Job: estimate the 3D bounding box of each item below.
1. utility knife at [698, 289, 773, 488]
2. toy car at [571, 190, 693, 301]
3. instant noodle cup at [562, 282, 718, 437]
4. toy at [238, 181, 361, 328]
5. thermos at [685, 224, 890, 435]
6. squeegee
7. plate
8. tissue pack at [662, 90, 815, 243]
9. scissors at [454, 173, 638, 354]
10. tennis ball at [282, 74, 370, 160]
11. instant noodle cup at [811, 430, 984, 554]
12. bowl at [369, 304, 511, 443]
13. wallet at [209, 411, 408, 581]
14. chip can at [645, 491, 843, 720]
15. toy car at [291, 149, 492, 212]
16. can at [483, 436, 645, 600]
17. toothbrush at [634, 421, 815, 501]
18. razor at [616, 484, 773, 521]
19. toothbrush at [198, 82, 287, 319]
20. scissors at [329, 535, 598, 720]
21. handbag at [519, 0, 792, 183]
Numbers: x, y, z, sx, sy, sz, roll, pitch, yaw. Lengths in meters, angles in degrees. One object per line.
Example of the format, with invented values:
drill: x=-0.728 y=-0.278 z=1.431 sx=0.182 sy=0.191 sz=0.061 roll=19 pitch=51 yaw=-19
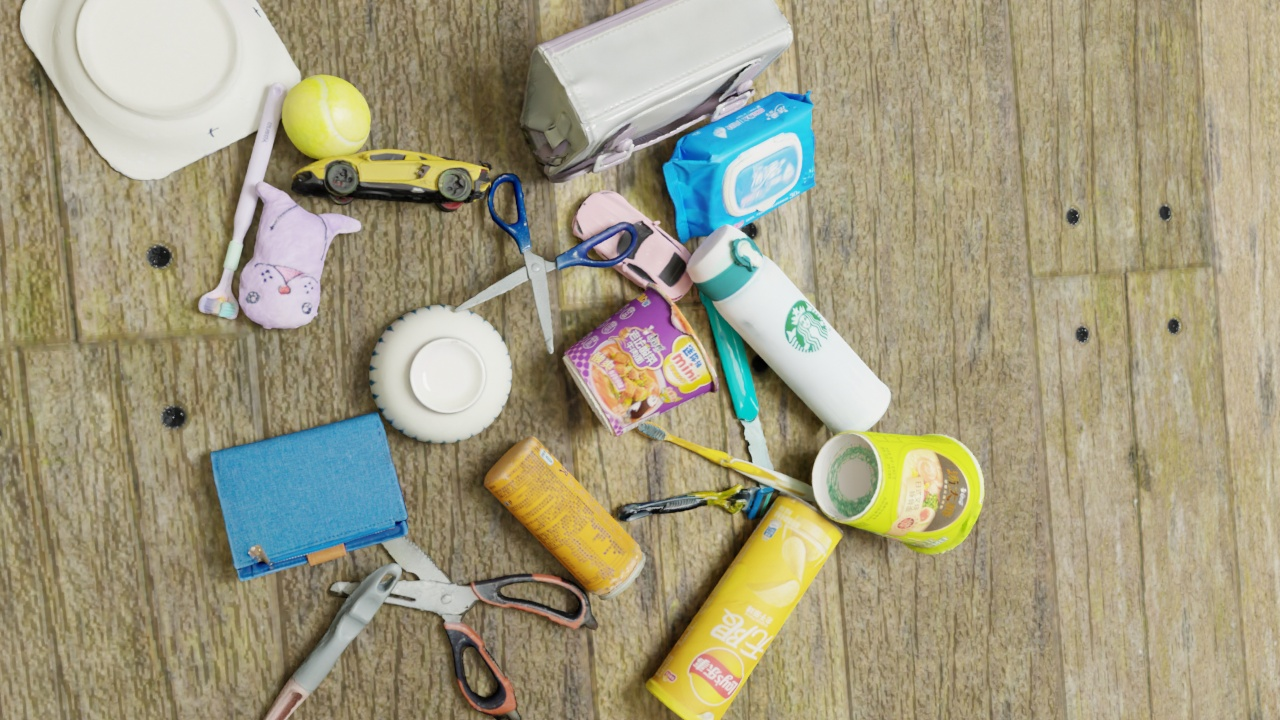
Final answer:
utility knife: x=0.089 y=0.018 z=0.846 sx=0.029 sy=0.013 sz=0.223 roll=-17 pitch=95 yaw=-14
toy car: x=-0.004 y=-0.100 z=0.808 sx=0.122 sy=0.037 sz=0.056 roll=37 pitch=78 yaw=-12
instant noodle cup: x=-0.005 y=0.005 z=0.774 sx=0.099 sy=0.111 sz=0.111 roll=-31 pitch=98 yaw=-6
toy: x=-0.274 y=-0.075 z=0.722 sx=0.083 sy=0.039 sz=0.108 roll=18 pitch=83 yaw=-28
thermos: x=0.131 y=-0.026 z=0.814 sx=0.224 sy=0.073 sz=0.073 roll=45 pitch=77 yaw=-20
squeegee: x=-0.267 y=0.261 z=0.717 sx=0.247 sy=0.040 sz=0.249 roll=39 pitch=80 yaw=-24
plate: x=-0.364 y=-0.237 z=0.698 sx=0.164 sy=0.034 sz=0.163 roll=-33 pitch=99 yaw=-15
tissue pack: x=0.092 y=-0.169 z=0.810 sx=0.157 sy=0.052 sz=0.095 roll=-29 pitch=137 yaw=-15
scissors: x=-0.079 y=-0.085 z=0.761 sx=0.162 sy=0.012 sz=0.173 roll=-9 pitch=68 yaw=-12
tennis ball: x=-0.245 y=-0.189 z=0.718 sx=0.065 sy=0.065 sz=0.065 roll=0 pitch=89 yaw=-17
instant noodle cup: x=0.221 y=0.112 z=0.818 sx=0.123 sy=0.112 sz=0.111 roll=14 pitch=85 yaw=-35
bowl: x=-0.158 y=0.011 z=0.741 sx=0.116 sy=0.066 sz=0.116 roll=0 pitch=89 yaw=-17
wallet: x=-0.259 y=0.106 z=0.724 sx=0.133 sy=0.040 sz=0.106 roll=-15 pitch=85 yaw=-15
chip can: x=0.093 y=0.222 z=0.815 sx=0.072 sy=0.072 sz=0.213 roll=39 pitch=77 yaw=-13
toy car: x=-0.196 y=-0.144 z=0.729 sx=0.155 sy=0.071 sz=0.041 roll=-1 pitch=91 yaw=-17
can: x=-0.063 y=0.133 z=0.774 sx=0.058 sy=0.058 sz=0.146 roll=-45 pitch=102 yaw=-13
toothbrush: x=0.082 y=0.093 z=0.834 sx=0.191 sy=0.018 sz=0.016 roll=23 pitch=94 yaw=-11
razor: x=0.047 y=0.130 z=0.829 sx=0.142 sy=0.022 sz=0.043 roll=-3 pitch=134 yaw=-14
toothbrush: x=-0.306 y=-0.126 z=0.716 sx=0.029 sy=0.021 sz=0.189 roll=15 pitch=89 yaw=-23
scissors: x=-0.142 y=0.210 z=0.769 sx=0.188 sy=0.015 sz=0.227 roll=-24 pitch=96 yaw=-13
handbag: x=0.007 y=-0.227 z=0.754 sx=0.196 sy=0.145 sz=0.098 roll=-29 pitch=93 yaw=-17
